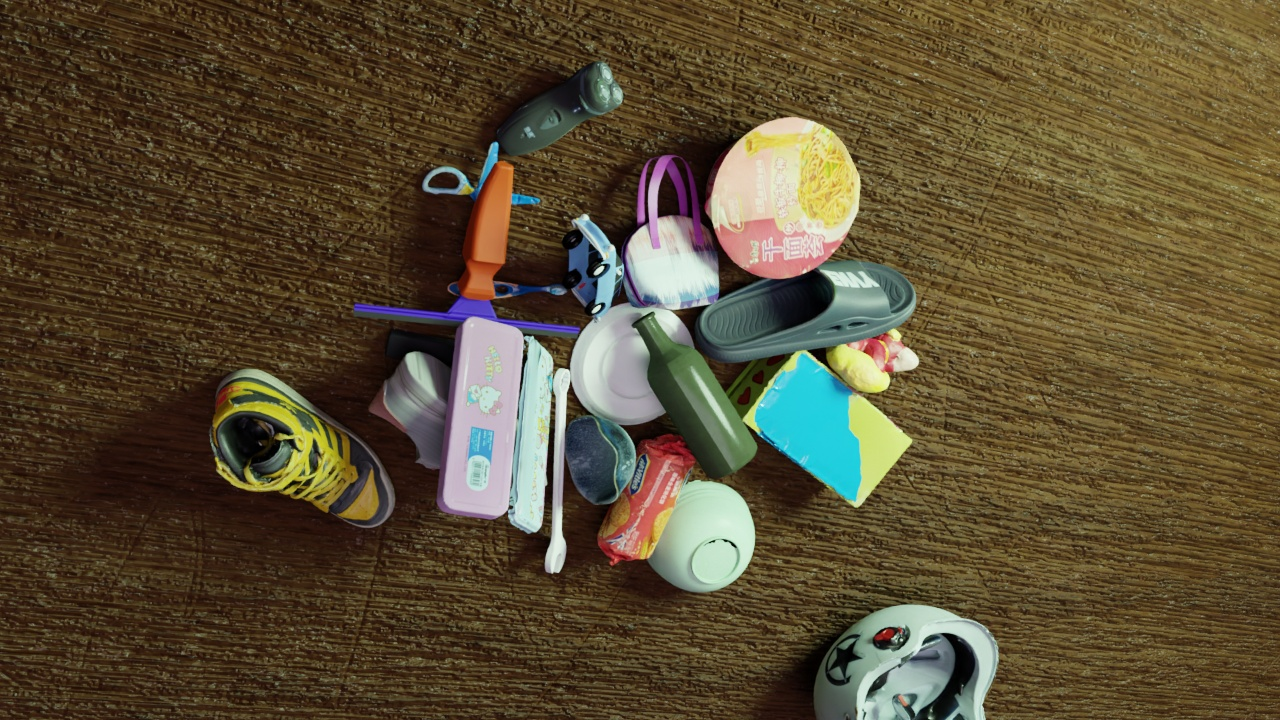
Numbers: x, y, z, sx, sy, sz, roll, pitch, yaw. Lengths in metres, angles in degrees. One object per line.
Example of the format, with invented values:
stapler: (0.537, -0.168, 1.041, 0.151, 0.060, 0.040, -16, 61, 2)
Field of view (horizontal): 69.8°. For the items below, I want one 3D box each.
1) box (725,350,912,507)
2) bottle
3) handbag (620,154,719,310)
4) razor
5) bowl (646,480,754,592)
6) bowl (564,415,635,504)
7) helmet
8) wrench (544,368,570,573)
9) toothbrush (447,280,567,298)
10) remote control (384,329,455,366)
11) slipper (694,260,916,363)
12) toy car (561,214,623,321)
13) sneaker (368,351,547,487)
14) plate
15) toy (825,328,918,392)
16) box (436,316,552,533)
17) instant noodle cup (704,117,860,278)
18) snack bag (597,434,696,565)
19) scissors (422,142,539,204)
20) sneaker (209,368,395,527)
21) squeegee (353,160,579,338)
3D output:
box: (0.223, 0.075, 1.165, 0.221, 0.082, 0.124, 35, 94, -21)
bottle: (0.057, 0.037, 1.078, 0.071, 0.071, 0.207, -33, 98, -4)
handbag: (0.034, -0.145, 1.038, 0.144, 0.068, 0.170, -12, 102, -40)
razor: (-0.087, -0.259, 0.965, 0.140, 0.063, 0.053, -30, 113, 7)
bowl: (0.084, 0.238, 1.177, 0.150, 0.077, 0.151, -6, 110, -15)
bowl: (-0.041, 0.114, 1.094, 0.055, 0.110, 0.110, -14, 113, -36)
helmet: (0.357, 0.445, 1.282, 0.264, 0.164, 0.236, -47, 118, -5)
wrench: (-0.098, 0.138, 1.099, 0.009, 0.047, 0.274, 10, 112, 17)
toothbrush: (-0.148, -0.080, 1.033, 0.135, 0.017, 0.021, -1, 103, -17)
remote control: (-0.217, -0.007, 1.037, 0.136, 0.015, 0.032, 10, 105, -19)
slipper: (0.193, -0.075, 1.080, 0.268, 0.110, 0.083, -14, 144, -6)
toy car: (-0.049, -0.100, 0.991, 0.054, 0.154, 0.056, -34, 72, -18)
sneaker: (-0.206, 0.088, 1.031, 0.090, 0.099, 0.236, -36, 125, 14)
plate: (-0.007, 0.006, 1.105, 0.156, 0.014, 0.157, -5, 109, -16)
toy: (0.281, -0.005, 1.147, 0.137, 0.105, 0.067, -14, 144, -44)
box: (-0.144, 0.069, 0.985, 0.149, 0.051, 0.213, 27, 57, -47)
instant noodle cup: (0.151, -0.189, 1.053, 0.178, 0.077, 0.179, -5, 109, -16)
snack bag: (0.006, 0.166, 1.131, 0.082, 0.082, 0.176, 21, 100, -22)
scissors: (-0.174, -0.176, 0.991, 0.130, 0.014, 0.125, 12, 112, -17)
sneaker: (-0.356, 0.114, 0.980, 0.086, 0.122, 0.238, -44, 113, 2)
squeegee: (-0.165, -0.122, 0.978, 0.249, 0.055, 0.185, 5, 119, -24)
